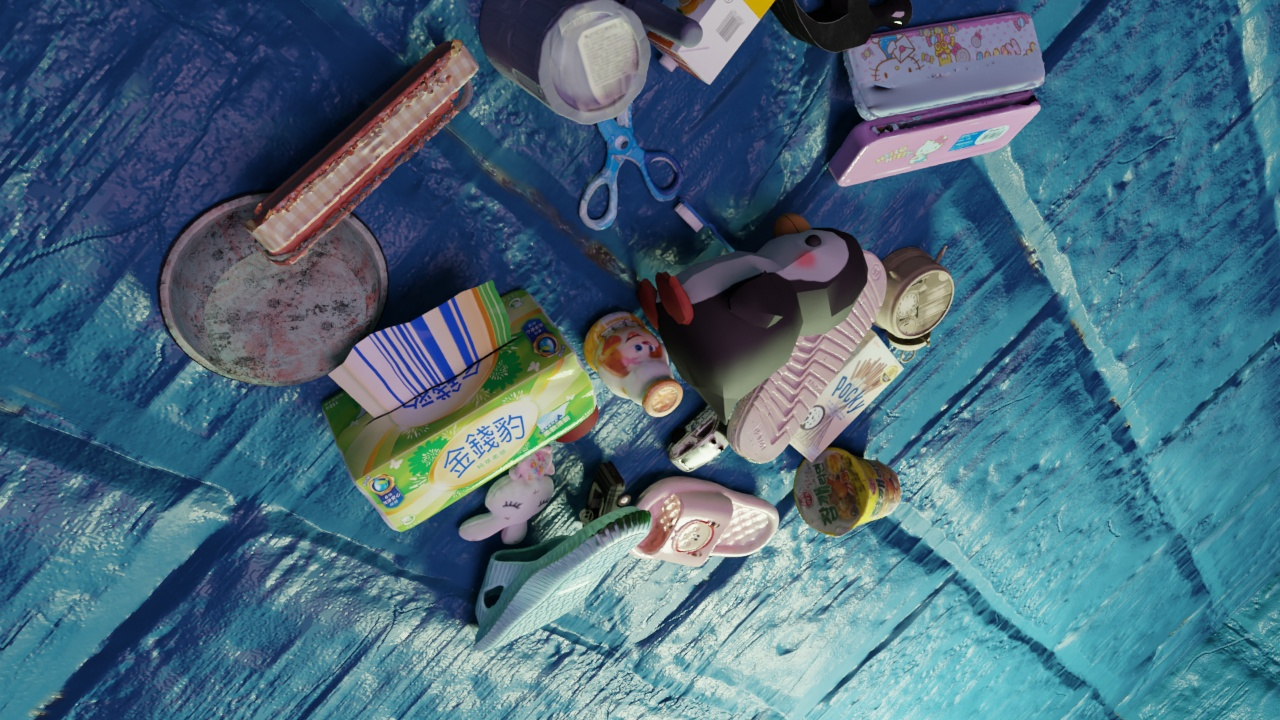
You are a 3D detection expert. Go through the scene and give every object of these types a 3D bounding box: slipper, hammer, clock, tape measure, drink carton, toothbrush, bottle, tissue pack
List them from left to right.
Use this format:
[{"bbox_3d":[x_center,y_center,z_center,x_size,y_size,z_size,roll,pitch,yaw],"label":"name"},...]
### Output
[{"bbox_3d":[-0.150,0.016,0.709,0.197,0.120,0.141,-36,137,-14],"label":"tissue pack"},{"bbox_3d":[-0.085,0.202,0.894,0.115,0.069,0.277,-7,149,-42],"label":"slipper"},{"bbox_3d":[-0.067,0.052,0.826,0.059,0.051,0.019,-36,133,-5],"label":"tape measure"},{"bbox_3d":[-0.005,0.005,0.792,0.063,0.109,0.063,-16,128,-22],"label":"bottle"},{"bbox_3d":[0.069,0.184,1.005,0.221,0.055,0.107,13,116,-39],"label":"slipper"},{"bbox_3d":[0.059,-0.266,0.672,0.040,0.058,0.122,30,103,-42],"label":"drink carton"},{"bbox_3d":[0.081,-0.097,0.837,0.014,0.016,0.166,-45,134,7],"label":"toothbrush"},{"bbox_3d":[0.152,-0.013,0.911,0.094,0.064,0.239,35,86,-39],"label":"slipper"},{"bbox_3d":[0.155,-0.384,0.667,0.132,0.040,0.306,-22,130,-22],"label":"hammer"},{"bbox_3d":[0.288,-0.052,0.973,0.092,0.054,0.141,-24,129,-16],"label":"clock"}]

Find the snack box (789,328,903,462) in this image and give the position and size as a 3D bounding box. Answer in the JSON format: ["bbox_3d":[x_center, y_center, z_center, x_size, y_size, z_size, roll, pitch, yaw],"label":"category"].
[{"bbox_3d":[0.217,0.038,1.012,0.150,0.026,0.082,-47,133,6],"label":"snack box"}]

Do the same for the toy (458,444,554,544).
[{"bbox_3d":[-0.115,0.128,0.860,0.075,0.037,0.126,9,124,-45],"label":"toy"}]

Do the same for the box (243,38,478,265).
[{"bbox_3d":[-0.176,-0.133,0.596,0.187,0.054,0.076,-47,167,-13],"label":"box"}]

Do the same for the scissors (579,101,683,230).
[{"bbox_3d":[-0.005,-0.172,0.734,0.113,0.013,0.141,-12,125,-24],"label":"scissors"}]

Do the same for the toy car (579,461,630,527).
[{"bbox_3d":[-0.039,0.147,0.918,0.037,0.040,0.092,-4,126,-29],"label":"toy car"}]

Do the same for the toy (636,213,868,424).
[{"bbox_3d":[0.114,-0.044,0.790,0.184,0.159,0.140,-26,95,-12],"label":"toy"}]

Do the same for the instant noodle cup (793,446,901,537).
[{"bbox_3d":[0.250,0.153,1.075,0.108,0.102,0.102,7,118,-45],"label":"instant noodle cup"}]

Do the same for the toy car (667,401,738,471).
[{"bbox_3d":[0.077,0.070,0.938,0.113,0.040,0.048,-45,135,2],"label":"toy car"}]

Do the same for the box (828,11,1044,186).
[{"bbox_3d":[0.273,-0.235,0.832,0.213,0.062,0.140,-16,126,-22],"label":"box"}]

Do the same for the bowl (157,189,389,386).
[{"bbox_3d":[-0.253,-0.041,0.652,0.157,0.038,0.158,-16,129,-22],"label":"bowl"}]

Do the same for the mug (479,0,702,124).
[{"bbox_3d":[-0.033,-0.219,0.618,0.123,0.104,0.084,-20,129,-18],"label":"mug"}]
